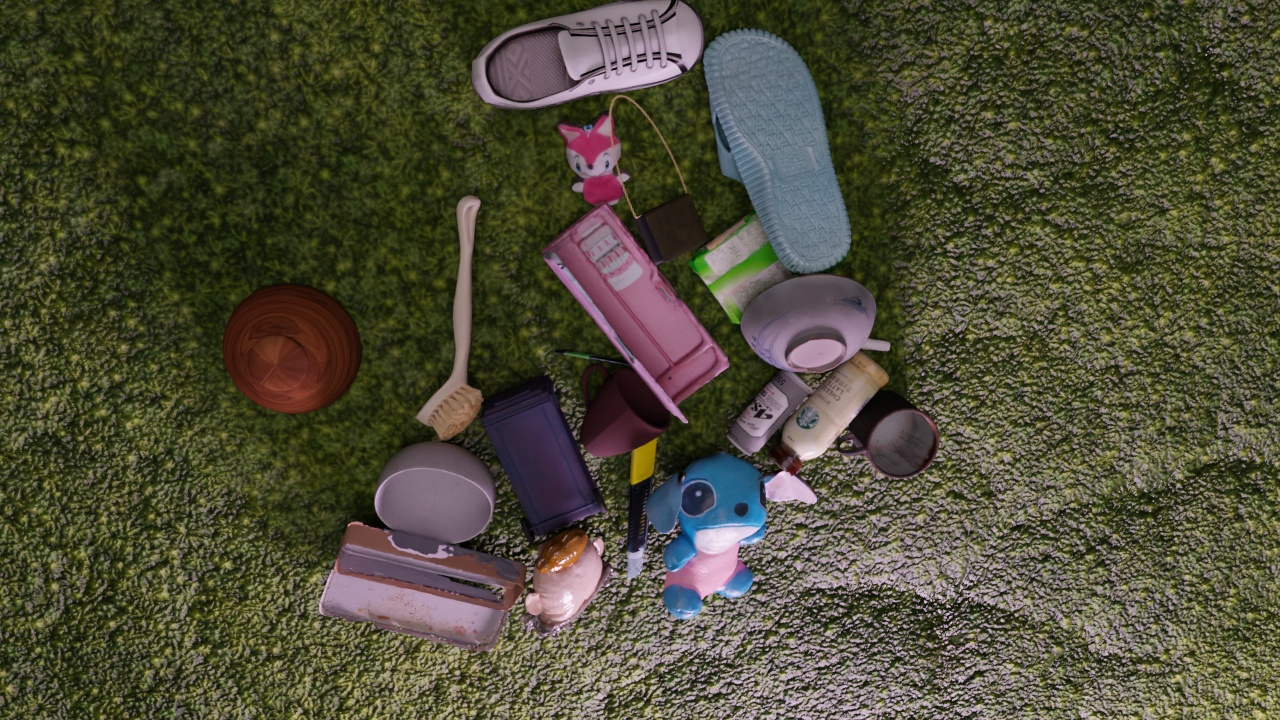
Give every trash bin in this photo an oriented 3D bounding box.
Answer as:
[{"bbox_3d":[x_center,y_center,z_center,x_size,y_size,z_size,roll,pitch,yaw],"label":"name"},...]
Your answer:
[{"bbox_3d":[-0.112,0.106,1.035,0.094,0.092,0.161,-22,105,1],"label":"trash bin"}]

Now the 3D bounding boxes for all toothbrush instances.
[{"bbox_3d":[-0.006,0.006,1.058,0.188,0.014,0.017,9,112,-7],"label":"toothbrush"}]

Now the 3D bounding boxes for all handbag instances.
[{"bbox_3d":[0.009,-0.196,0.985,0.083,0.028,0.178,-31,103,-35],"label":"handbag"}]

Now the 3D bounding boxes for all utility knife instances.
[{"bbox_3d":[-0.002,0.174,1.102,0.029,0.020,0.198,4,104,-5],"label":"utility knife"}]

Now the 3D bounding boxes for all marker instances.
[{"bbox_3d":[0.227,-0.024,1.071,0.132,0.014,0.014,7,104,-7],"label":"marker"}]

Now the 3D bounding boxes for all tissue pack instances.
[{"bbox_3d":[0.123,-0.109,1.028,0.114,0.034,0.099,-35,105,4],"label":"tissue pack"}]

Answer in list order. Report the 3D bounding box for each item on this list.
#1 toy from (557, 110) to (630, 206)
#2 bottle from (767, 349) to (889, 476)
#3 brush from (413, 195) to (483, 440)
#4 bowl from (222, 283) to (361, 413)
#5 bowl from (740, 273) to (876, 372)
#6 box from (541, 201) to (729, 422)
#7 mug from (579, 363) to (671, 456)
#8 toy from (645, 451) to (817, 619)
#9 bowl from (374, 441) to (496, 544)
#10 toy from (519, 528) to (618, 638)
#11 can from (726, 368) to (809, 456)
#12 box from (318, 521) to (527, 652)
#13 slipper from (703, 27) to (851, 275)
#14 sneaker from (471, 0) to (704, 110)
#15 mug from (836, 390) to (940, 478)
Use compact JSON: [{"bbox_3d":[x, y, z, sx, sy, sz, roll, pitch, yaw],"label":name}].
[{"bbox_3d":[-0.046,-0.212,0.979,0.065,0.050,0.102,-17,111,-6],"label":"toy"},{"bbox_3d":[0.215,0.062,1.066,0.056,0.056,0.162,40,94,-14],"label":"bottle"},{"bbox_3d":[-0.199,-0.044,1.007,0.077,0.062,0.272,10,100,8],"label":"brush"},{"bbox_3d":[-0.383,-0.005,0.990,0.147,0.069,0.147,-1,105,-5],"label":"bowl"},{"bbox_3d":[0.188,-0.026,1.005,0.150,0.056,0.151,-3,145,-3],"label":"bowl"},{"bbox_3d":[-0.001,-0.048,0.977,0.099,0.115,0.232,-36,104,5],"label":"box"},{"bbox_3d":[-0.034,0.058,1.045,0.089,0.087,0.114,-42,74,24],"label":"mug"},{"bbox_3d":[0.098,0.200,1.083,0.223,0.099,0.191,-3,110,-33],"label":"toy"},{"bbox_3d":[-0.229,0.142,1.038,0.132,0.064,0.132,0,131,0],"label":"bowl"},{"bbox_3d":[-0.090,0.244,1.054,0.076,0.132,0.176,32,145,23],"label":"toy"},{"bbox_3d":[0.149,0.060,1.072,0.044,0.044,0.107,38,99,-14],"label":"can"},{"bbox_3d":[-0.255,0.269,1.079,0.216,0.063,0.157,17,114,-16],"label":"box"},{"bbox_3d":[0.147,-0.220,0.982,0.116,0.069,0.276,-20,92,-4],"label":"slipper"},{"bbox_3d":[-0.053,-0.310,0.923,0.245,0.097,0.091,-10,106,-2],"label":"sneaker"},{"bbox_3d":[0.280,0.087,1.072,0.111,0.081,0.085,-14,106,-2],"label":"mug"}]
